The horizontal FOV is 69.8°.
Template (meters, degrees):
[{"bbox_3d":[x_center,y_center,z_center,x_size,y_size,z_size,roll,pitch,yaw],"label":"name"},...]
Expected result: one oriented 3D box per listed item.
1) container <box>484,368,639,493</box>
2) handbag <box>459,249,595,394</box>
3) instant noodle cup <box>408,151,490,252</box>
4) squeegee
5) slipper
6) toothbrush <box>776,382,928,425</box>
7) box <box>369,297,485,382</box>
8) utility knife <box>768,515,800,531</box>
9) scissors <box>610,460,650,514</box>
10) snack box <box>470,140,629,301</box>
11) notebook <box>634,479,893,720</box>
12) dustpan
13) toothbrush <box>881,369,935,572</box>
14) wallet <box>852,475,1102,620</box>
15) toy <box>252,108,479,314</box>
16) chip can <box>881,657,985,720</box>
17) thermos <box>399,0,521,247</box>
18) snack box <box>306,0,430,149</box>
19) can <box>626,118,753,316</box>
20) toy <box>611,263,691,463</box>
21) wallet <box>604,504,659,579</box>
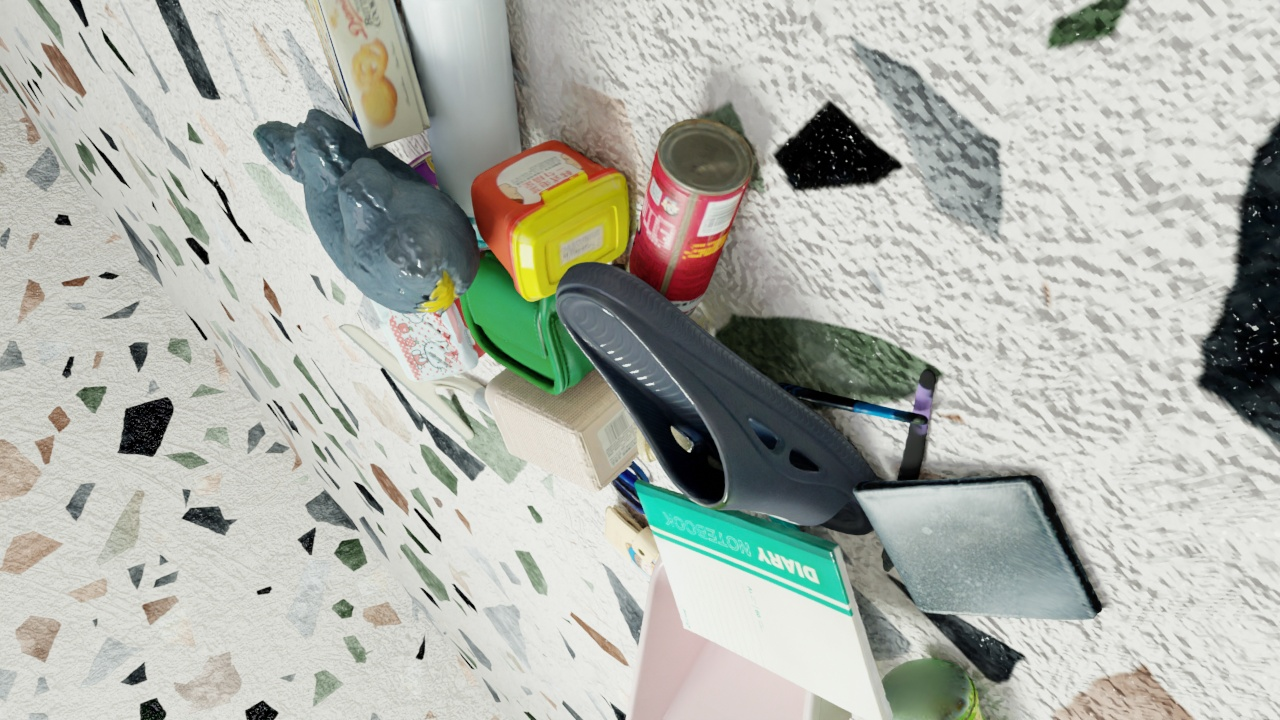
[{"bbox_3d":[-0.058,0.048,0.794,0.111,0.090,0.090,22,141,40],"label":"container"},{"bbox_3d":[-0.086,-0.043,0.745,0.131,0.067,0.120,30,145,37],"label":"handbag"},{"bbox_3d":[-0.188,-0.108,0.793,0.099,0.111,0.112,47,155,-12],"label":"instant noodle cup"},{"bbox_3d":[-0.191,0.043,1.048,0.247,0.039,0.246,15,154,42],"label":"squeegee"},{"bbox_3d":[0.040,0.048,0.591,0.268,0.083,0.111,40,158,-17],"label":"slipper"},{"bbox_3d":[0.103,0.020,0.581,0.190,0.014,0.016,12,117,55],"label":"toothbrush"},{"bbox_3d":[-0.230,-0.067,0.914,0.094,0.091,0.201,22,141,43],"label":"box"},{"bbox_3d":[0.092,0.092,0.695,0.161,0.013,0.029,59,150,-8],"label":"utility knife"},{"bbox_3d":[-0.048,0.083,0.905,0.173,0.012,0.129,49,155,7],"label":"scissors"},{"bbox_3d":[-0.062,-0.099,0.618,0.080,0.091,0.082,45,154,29],"label":"snack box"},{"bbox_3d":[0.082,0.171,0.678,0.209,0.012,0.150,9,124,52],"label":"notebook"},{"bbox_3d":[0.059,0.279,0.771,0.223,0.273,0.139,9,156,50],"label":"dustpan"},{"bbox_3d":[0.162,0.074,0.561,0.014,0.016,0.189,27,143,30],"label":"toothbrush"},{"bbox_3d":[0.194,0.109,0.538,0.121,0.019,0.097,-13,113,50],"label":"wallet"},{"bbox_3d":[-0.184,-0.099,0.640,0.356,0.091,0.138,36,173,46],"label":"toy"},{"bbox_3d":[0.239,0.317,0.677,0.073,0.072,0.221,8,130,54],"label":"chip can"},{"bbox_3d":[-0.118,-0.174,0.639,0.073,0.073,0.225,39,151,24],"label":"thermos"},{"bbox_3d":[-0.202,-0.252,0.612,0.182,0.045,0.178,-132,26,-56],"label":"snack box"},{"bbox_3d":[0.025,-0.077,0.545,0.053,0.053,0.133,44,152,15],"label":"can"},{"bbox_3d":[-0.004,0.004,0.675,0.105,0.066,0.157,15,128,59],"label":"toy"},{"bbox_3d":[0.008,0.201,0.950,0.115,0.024,0.087,41,156,24],"label":"wallet"}]
